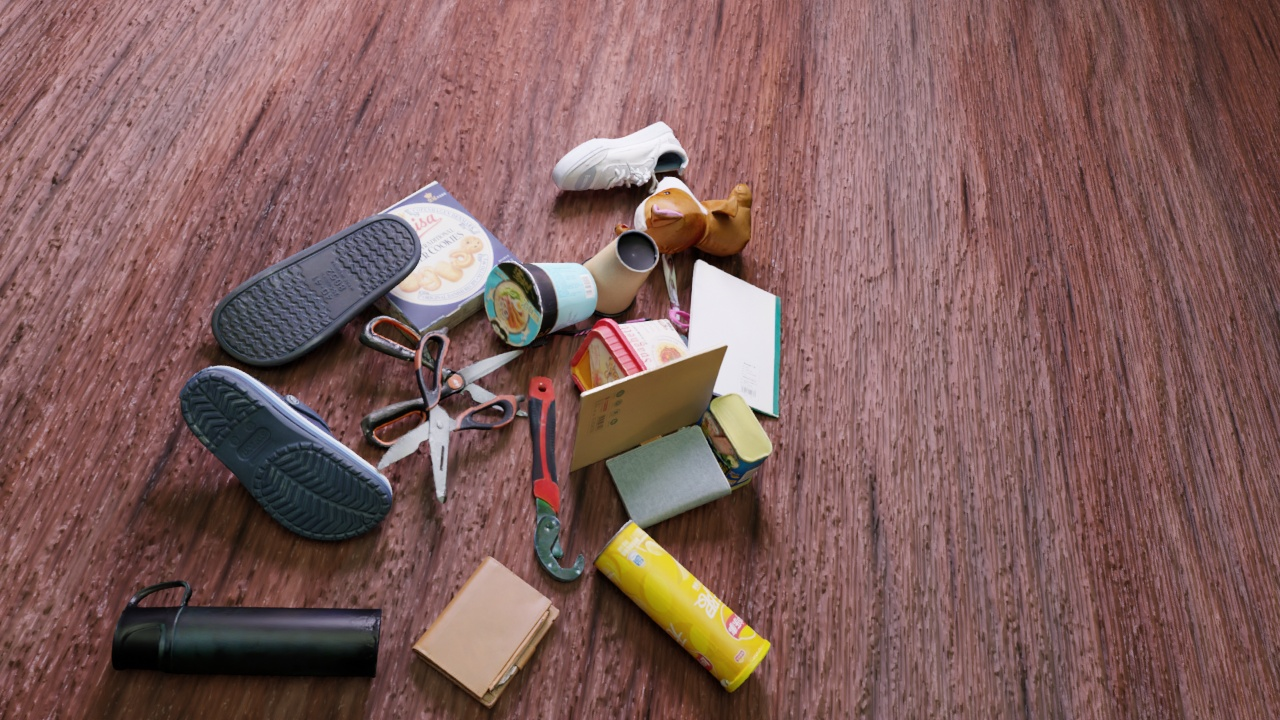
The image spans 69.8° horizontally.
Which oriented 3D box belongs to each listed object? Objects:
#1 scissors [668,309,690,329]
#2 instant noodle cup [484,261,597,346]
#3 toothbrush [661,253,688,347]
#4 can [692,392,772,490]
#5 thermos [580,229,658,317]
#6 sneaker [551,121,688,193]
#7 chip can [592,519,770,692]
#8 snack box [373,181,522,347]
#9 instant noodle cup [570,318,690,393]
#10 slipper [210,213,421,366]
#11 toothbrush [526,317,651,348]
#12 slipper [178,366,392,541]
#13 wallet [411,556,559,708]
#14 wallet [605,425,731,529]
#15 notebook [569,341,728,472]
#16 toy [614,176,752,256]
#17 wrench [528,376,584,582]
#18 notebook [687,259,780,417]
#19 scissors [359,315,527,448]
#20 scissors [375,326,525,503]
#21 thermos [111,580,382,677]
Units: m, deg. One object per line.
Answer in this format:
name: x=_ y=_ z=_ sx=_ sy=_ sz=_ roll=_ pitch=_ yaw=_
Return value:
scissors: x=0.099 y=-0.057 z=1.307 sx=0.133 sy=0.017 sz=0.134 roll=20 pitch=48 yaw=-21
instant noodle cup: x=-0.125 y=-0.082 z=1.204 sx=0.120 sy=0.111 sz=0.111 roll=-16 pitch=63 yaw=-47
toothbrush: x=0.050 y=-0.087 z=1.318 sx=0.016 sy=0.017 sz=0.187 roll=2 pitch=59 yaw=-16
can: x=0.115 y=0.103 z=1.177 sx=0.057 sy=0.083 sz=0.102 roll=-19 pitch=66 yaw=-27
thermos: x=-0.031 y=-0.120 z=1.245 sx=0.093 sy=0.144 sz=0.093 roll=8 pitch=68 yaw=-20
sneaker: x=-0.024 y=-0.287 z=1.387 sx=0.241 sy=0.090 sz=0.090 roll=-27 pitch=74 yaw=-37
chip can: x=0.046 y=0.278 z=1.050 sx=0.213 sy=0.072 sz=0.071 roll=41 pitch=56 yaw=11
snack box: x=-0.284 y=-0.131 z=1.223 sx=0.182 sy=0.046 sz=0.177 roll=43 pitch=57 yaw=11
instant noodle cup: x=-0.007 y=0.007 z=1.190 sx=0.124 sy=0.117 sz=0.116 roll=-16 pitch=64 yaw=-40
slipper: x=-0.390 y=-0.083 z=1.136 sx=0.268 sy=0.083 sz=0.110 roll=-34 pitch=93 yaw=-11
toothbrush: x=-0.069 y=-0.039 z=1.253 sx=0.189 sy=0.014 sz=0.017 roll=-11 pitch=72 yaw=-24
slipper: x=-0.390 y=0.102 z=1.015 sx=0.253 sy=0.095 sz=0.105 roll=40 pitch=96 yaw=-10
wallet: x=-0.165 y=0.293 z=0.998 sx=0.108 sy=0.031 sz=0.131 roll=33 pitch=55 yaw=8
wallet: x=0.033 y=0.144 z=1.147 sx=0.129 sy=0.037 sz=0.106 roll=-20 pitch=64 yaw=-11
notebook: x=0.009 y=0.058 z=1.135 sx=0.207 sy=0.148 sz=0.008 roll=-20 pitch=54 yaw=-27
toy: x=0.069 y=-0.210 z=1.335 sx=0.199 sy=0.140 sz=0.130 roll=-13 pitch=80 yaw=-30
wrench: x=-0.112 y=0.138 z=1.123 sx=0.056 sy=0.016 sz=0.273 roll=0 pitch=59 yaw=-20
notebook: x=0.135 y=-0.032 z=1.294 sx=0.150 sy=0.012 sz=0.208 roll=21 pitch=54 yaw=-21
scissors: x=-0.250 y=0.024 z=1.125 sx=0.232 sy=0.022 sz=0.220 roll=46 pitch=64 yaw=-7
scissors: x=-0.232 y=0.060 z=1.085 sx=0.222 sy=0.015 sz=0.189 roll=-30 pitch=87 yaw=-44
thermos: x=-0.385 y=0.268 z=0.919 sx=0.242 sy=0.069 sz=0.089 roll=7 pitch=61 yaw=-14
